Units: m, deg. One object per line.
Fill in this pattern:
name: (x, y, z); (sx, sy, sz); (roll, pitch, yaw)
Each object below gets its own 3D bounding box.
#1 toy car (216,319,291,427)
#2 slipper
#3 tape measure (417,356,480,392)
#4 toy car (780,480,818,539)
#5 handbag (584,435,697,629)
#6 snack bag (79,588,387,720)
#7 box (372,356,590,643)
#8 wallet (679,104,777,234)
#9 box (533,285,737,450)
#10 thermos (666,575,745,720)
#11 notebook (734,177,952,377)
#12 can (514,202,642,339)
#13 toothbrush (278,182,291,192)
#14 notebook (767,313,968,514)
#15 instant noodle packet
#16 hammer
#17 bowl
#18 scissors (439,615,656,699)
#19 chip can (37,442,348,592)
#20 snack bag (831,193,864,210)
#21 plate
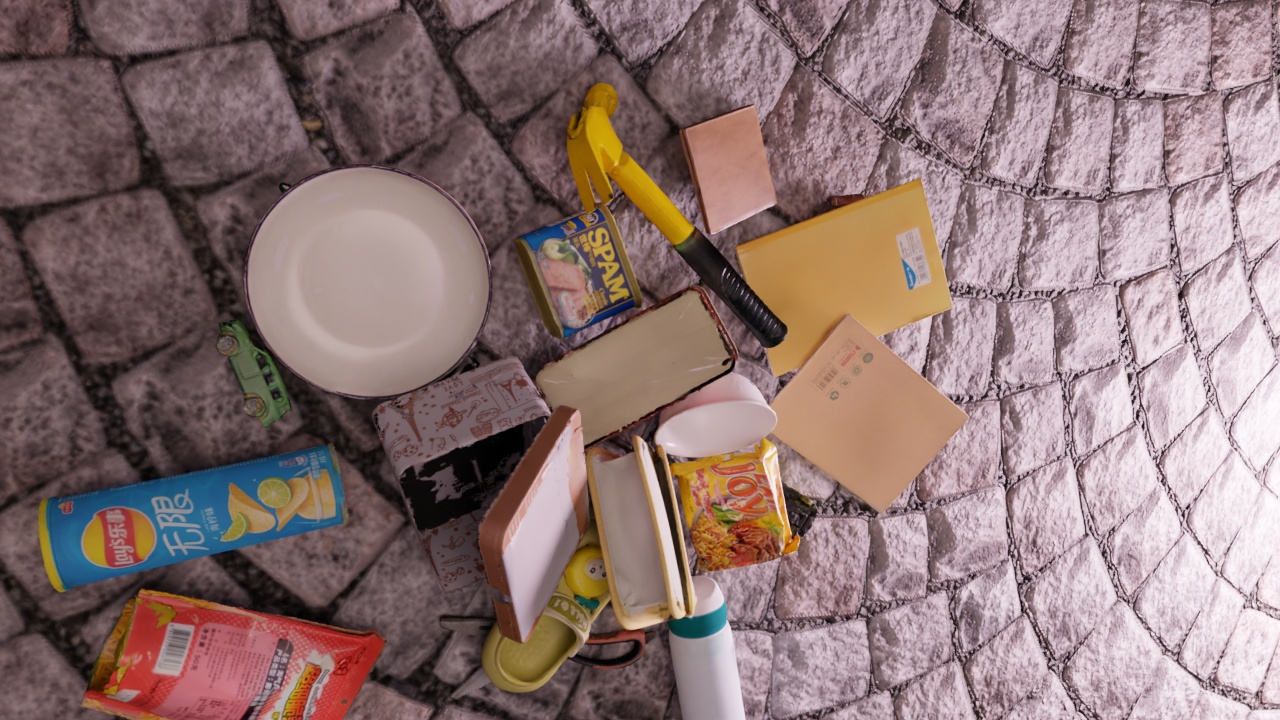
toy car: (-0.310, 0.009, 0.734); (0.036, 0.043, 0.091); (-26, 109, -15)
slipper: (-0.070, 0.229, 0.840); (0.091, 0.081, 0.190); (35, 87, -23)
tape measure: (-0.163, 0.027, 0.788); (0.066, 0.066, 0.033); (-33, 113, 0)
toy car: (0.135, 0.146, 0.960); (0.105, 0.032, 0.048); (33, 88, -13)
handbag: (0.017, 0.160, 0.857); (0.063, 0.178, 0.163); (-16, 74, 14)
snack bag: (-0.331, 0.261, 0.760); (0.207, 0.073, 0.128); (26, 92, -30)
box: (-0.105, 0.123, 0.739); (0.150, 0.166, 0.182); (-21, 138, -16)
wallet: (0.085, -0.182, 0.866); (0.115, 0.020, 0.101); (-30, 111, -43)
box: (-0.005, 0.005, 0.807); (0.168, 0.078, 0.091); (-28, 92, 8)
thermos: (0.071, 0.332, 0.944); (0.073, 0.073, 0.224); (-15, 104, -21)
notebook: (0.211, -0.084, 0.939); (0.206, 0.010, 0.146); (-21, 107, -5)
can: (-0.056, -0.079, 0.824); (0.083, 0.057, 0.102); (-25, 107, -16)
toothbrush: (-0.227, -0.082, 0.774); (0.189, 0.016, 0.014); (43, 90, -21)
notebook: (0.241, 0.062, 0.985); (0.207, 0.008, 0.148); (35, 100, -24)
instant noodle packet: (0.093, 0.146, 0.913); (0.111, 0.044, 0.128); (-13, 109, 9)
hammer: (0.040, -0.113, 0.846); (0.300, 0.033, 0.128); (43, 40, -29)
bowl: (0.067, 0.040, 0.886); (0.118, 0.119, 0.064); (4, 58, -24)
scissors: (-0.084, 0.260, 0.892); (0.225, 0.015, 0.189); (-45, 113, -10)
chip can: (-0.344, 0.120, 0.722); (0.210, 0.071, 0.071); (-10, 103, -22)
snack bag: (0.219, -0.120, 0.954); (0.048, 0.026, 0.104); (-10, 103, -26)
plate: (-0.219, -0.064, 0.751); (0.192, 0.039, 0.192); (-3, 106, -12)
